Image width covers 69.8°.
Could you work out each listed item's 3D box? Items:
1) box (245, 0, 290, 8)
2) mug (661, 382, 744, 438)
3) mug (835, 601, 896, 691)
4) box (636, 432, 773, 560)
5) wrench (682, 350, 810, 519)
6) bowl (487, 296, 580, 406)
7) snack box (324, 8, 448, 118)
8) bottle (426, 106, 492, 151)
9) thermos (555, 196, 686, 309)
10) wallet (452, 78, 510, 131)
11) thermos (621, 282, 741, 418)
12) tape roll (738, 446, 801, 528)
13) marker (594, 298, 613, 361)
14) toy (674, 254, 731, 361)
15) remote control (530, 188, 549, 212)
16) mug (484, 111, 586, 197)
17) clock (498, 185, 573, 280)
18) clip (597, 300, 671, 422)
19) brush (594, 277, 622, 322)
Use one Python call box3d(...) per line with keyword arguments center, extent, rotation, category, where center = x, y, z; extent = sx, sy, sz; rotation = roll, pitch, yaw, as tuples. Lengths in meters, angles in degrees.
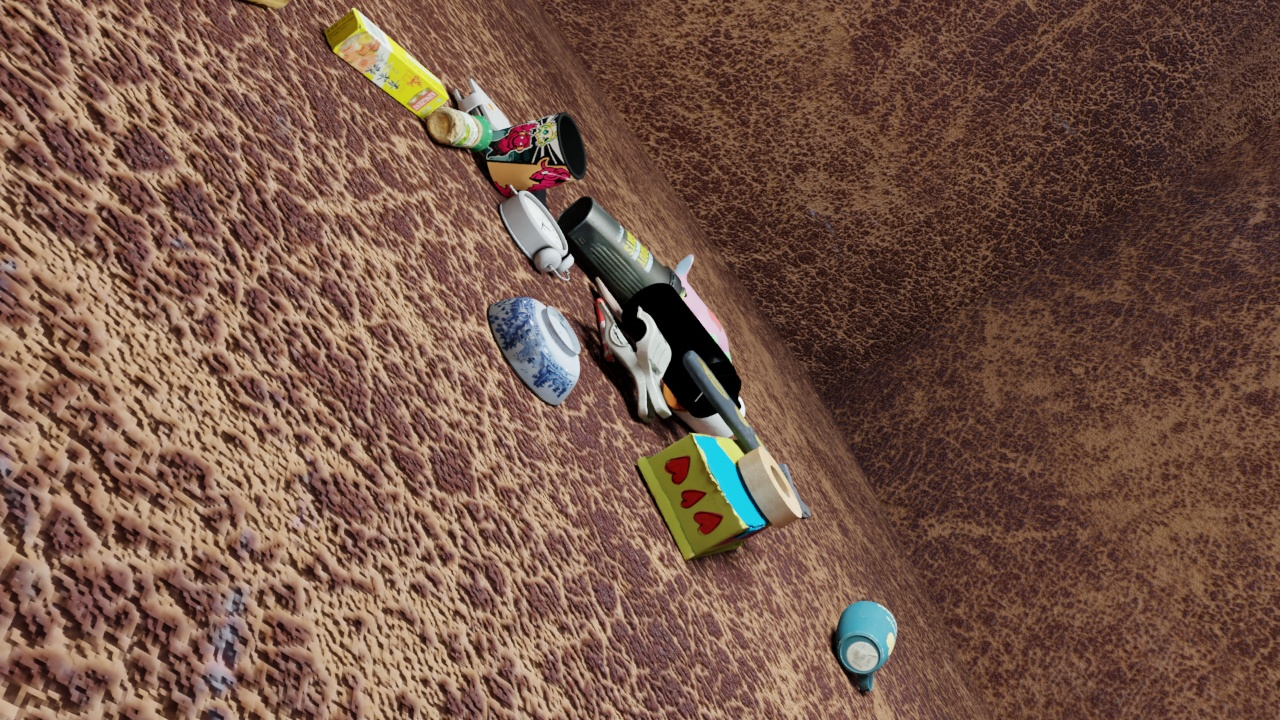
box3d(center=(-0.329, -0.420, 0.632), extent=(0.251, 0.192, 0.278), rotation=(54, 14, -6), category="box")
box3d(center=(0.088, 0.056, 1.277), extent=(0.105, 0.082, 0.082), rotation=(44, 18, -49), category="mug")
box3d(center=(0.320, 0.414, 1.309), extent=(0.104, 0.084, 0.112), rotation=(-13, 99, -70), category="mug")
box3d(center=(0.083, 0.152, 1.042), extent=(0.124, 0.079, 0.220), rotation=(61, 15, 14), category="box")
box3d(center=(0.132, 0.096, 1.126), extent=(0.273, 0.022, 0.073), rotation=(53, 21, -20), category="wrench")
box3d(center=(-0.090, -0.018, 0.862), extent=(0.114, 0.045, 0.114), rotation=(53, 13, -18), category="bowl")
box3d(center=(-0.256, -0.300, 0.939), extent=(0.029, 0.040, 0.148), rotation=(63, 14, 22), category="snack box")
box3d(center=(-0.204, -0.262, 1.040), extent=(0.043, 0.043, 0.111), rotation=(57, 13, -2), category="bottle")
box3d(center=(-0.026, -0.133, 1.300), extent=(0.221, 0.098, 0.098), rotation=(43, 18, -35), category="thermos")
box3d(center=(-0.188, -0.292, 1.191), extent=(0.115, 0.037, 0.118), rotation=(63, 10, 26), category="wallet")
box3d(center=(0.059, -0.006, 1.199), extent=(0.198, 0.086, 0.086), rotation=(55, 9, 34), category="thermos")
box3d(center=(0.150, 0.147, 1.062), extent=(0.094, 0.027, 0.093), rotation=(53, 14, -20), category="tape roll")
box3d(center=(-0.046, -0.039, 1.160), extent=(0.013, 0.013, 0.142), rotation=(50, 15, -30), category="marker")
box3d(center=(0.076, -0.059, 1.476), extent=(0.222, 0.120, 0.171), rotation=(30, 39, -62), category="toy")
box3d(center=(-0.137, -0.214, 1.238), extent=(0.032, 0.015, 0.136), rotation=(51, 14, -26), category="remote control")
box3d(center=(-0.121, -0.250, 1.134), extent=(0.118, 0.098, 0.082), rotation=(-2, 83, -71), category="mug")
box3d(center=(-0.120, -0.146, 1.089), extent=(0.122, 0.035, 0.094), rotation=(58, 13, 8), category="clock")
box3d(center=(0.011, -0.005, 1.100), extent=(0.152, 0.101, 0.126), rotation=(56, 2, 18), category="clip")
box3d(center=(-0.029, -0.060, 1.282), extent=(0.136, 0.015, 0.049), rotation=(52, 8, -46), category="brush")
